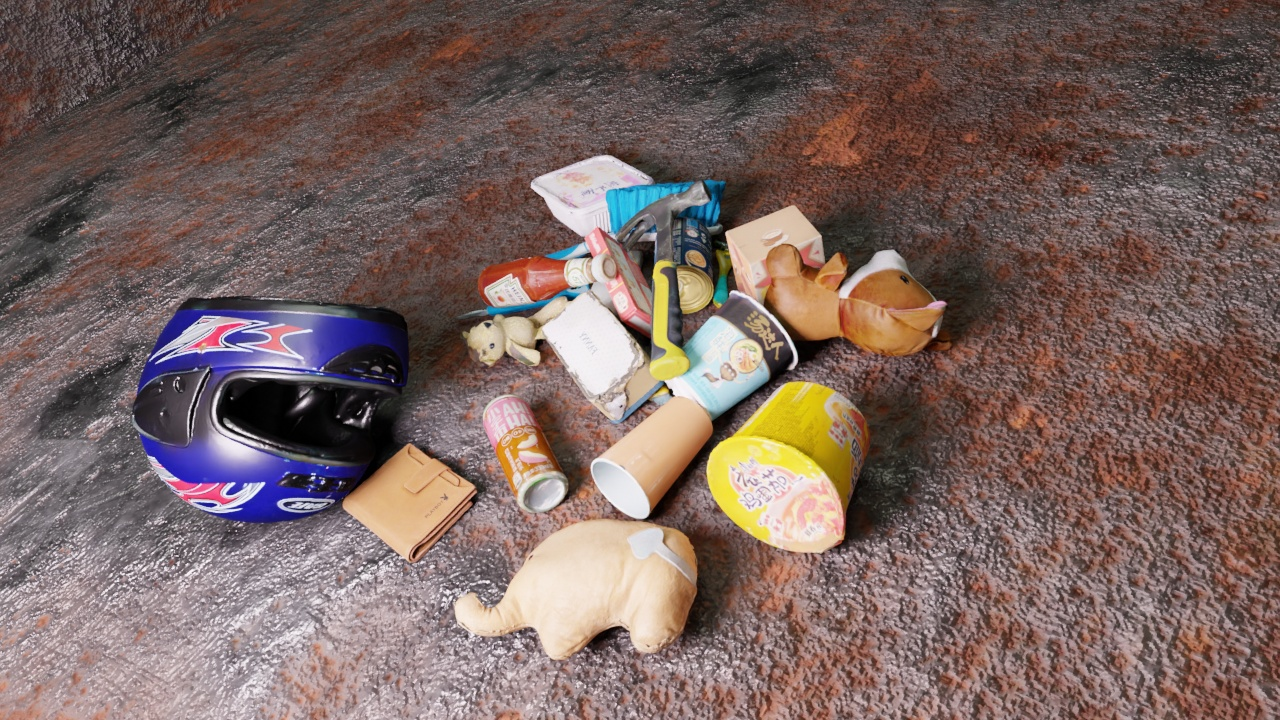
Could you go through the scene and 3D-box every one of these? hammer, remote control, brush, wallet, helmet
[{"bbox_3d":[0.027,-0.095,1.070,0.126,0.032,0.322,-22,38,20],"label":"hammer"},{"bbox_3d":[-0.035,-0.099,1.220,0.056,0.019,0.134,-1,44,15],"label":"remote control"},{"bbox_3d":[-0.039,-0.177,1.230,0.314,0.109,0.060,-4,19,-2],"label":"brush"},{"bbox_3d":[-0.257,0.156,1.026,0.132,0.031,0.107,25,59,37],"label":"wallet"},{"bbox_3d":[-0.403,0.060,1.020,0.316,0.247,0.240,-1,84,31],"label":"helmet"}]

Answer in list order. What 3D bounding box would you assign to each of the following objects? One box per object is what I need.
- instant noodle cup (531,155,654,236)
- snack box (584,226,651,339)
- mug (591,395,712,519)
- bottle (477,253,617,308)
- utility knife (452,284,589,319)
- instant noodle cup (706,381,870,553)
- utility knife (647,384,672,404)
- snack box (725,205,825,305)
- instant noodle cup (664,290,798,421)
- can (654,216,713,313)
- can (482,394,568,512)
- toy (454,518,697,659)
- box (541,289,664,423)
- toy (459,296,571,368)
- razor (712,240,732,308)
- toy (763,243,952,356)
[{"bbox_3d":[-0.067,-0.236,1.335,0.137,0.060,0.173,-24,35,-18],"label":"instant noodle cup"},{"bbox_3d":[-0.018,-0.096,1.148,0.025,0.075,0.152,-39,51,18],"label":"snack box"},{"bbox_3d":[0.017,0.096,0.957,0.078,0.078,0.122,21,49,36],"label":"mug"},{"bbox_3d":[-0.117,-0.103,1.153,0.207,0.060,0.059,-5,41,38],"label":"bottle"},{"bbox_3d":[-0.161,-0.076,1.239,0.198,0.034,0.018,-12,81,10],"label":"utility knife"},{"bbox_3d":[0.147,0.094,0.868,0.138,0.138,0.109,12,41,31],"label":"instant noodle cup"},{"bbox_3d":[-0.007,0.006,1.101,0.033,0.015,0.170,-33,43,-10],"label":"utility knife"},{"bbox_3d":[0.166,-0.117,1.108,0.093,0.094,0.077,-22,42,-3],"label":"snack box"},{"bbox_3d":[0.093,0.003,1.009,0.120,0.111,0.111,-41,45,-12],"label":"instant noodle cup"},{"bbox_3d":[0.055,-0.123,1.172,0.075,0.075,0.111,-9,42,11],"label":"can"},{"bbox_3d":[-0.129,0.101,1.014,0.058,0.058,0.147,-27,42,-8],"label":"can"},{"bbox_3d":[-0.057,0.210,0.854,0.226,0.082,0.143,-9,34,15],"label":"toy"},{"bbox_3d":[-0.049,-0.011,1.089,0.090,0.060,0.184,-40,41,4],"label":"box"},{"bbox_3d":[-0.149,-0.040,1.169,0.157,0.066,0.105,-25,54,-28],"label":"toy"},{"bbox_3d":[0.106,-0.104,1.167,0.043,0.028,0.132,17,43,-5],"label":"razor"},{"bbox_3d":[0.237,-0.064,0.993,0.200,0.140,0.130,21,88,29],"label":"toy"}]
